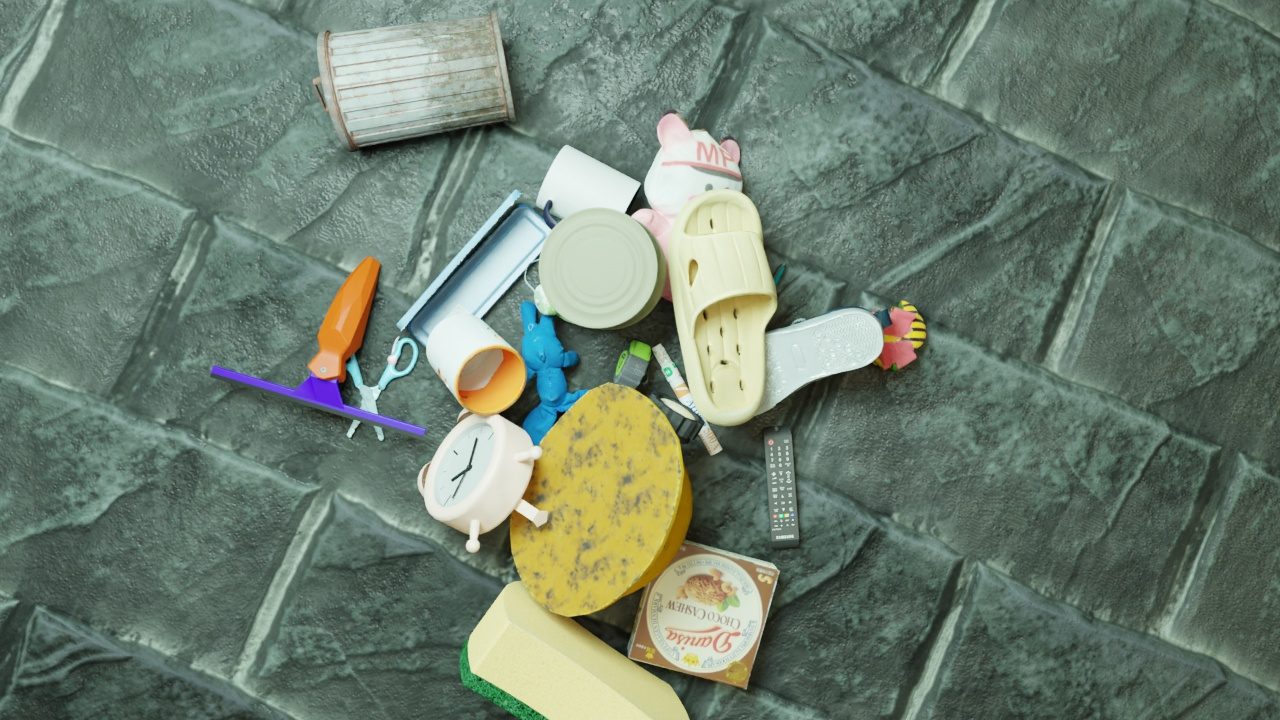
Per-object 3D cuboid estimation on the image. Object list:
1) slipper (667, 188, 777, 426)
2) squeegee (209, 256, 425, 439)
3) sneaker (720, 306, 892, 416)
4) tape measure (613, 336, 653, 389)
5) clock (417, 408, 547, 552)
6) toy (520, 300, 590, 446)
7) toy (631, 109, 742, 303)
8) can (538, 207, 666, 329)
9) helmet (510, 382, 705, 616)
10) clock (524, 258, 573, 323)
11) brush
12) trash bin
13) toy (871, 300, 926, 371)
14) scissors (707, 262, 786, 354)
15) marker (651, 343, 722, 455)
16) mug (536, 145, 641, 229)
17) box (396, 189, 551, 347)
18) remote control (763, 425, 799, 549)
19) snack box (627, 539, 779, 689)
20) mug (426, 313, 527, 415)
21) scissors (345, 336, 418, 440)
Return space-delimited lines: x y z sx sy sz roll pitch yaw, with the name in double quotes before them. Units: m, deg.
"slipper" 0.093 -0.059 0.983 0.111 0.079 0.261 -3 89 -14
"squeegee" -0.339 -0.034 1.047 0.249 0.055 0.184 17 72 0
"sneaker" 0.176 -0.005 1.067 0.236 0.087 0.089 -21 97 19
"tape measure" -0.006 0.006 1.065 0.036 0.065 0.059 23 94 -10
"clock" -0.173 0.128 1.021 0.086 0.160 0.131 37 85 -43
"toy" -0.100 0.010 1.060 0.113 0.071 0.176 -10 89 8
"toy" 0.051 -0.169 1.059 0.141 0.084 0.213 9 93 -31
"can" -0.039 -0.096 0.971 0.128 0.073 0.128 0 93 7
"helmet" -0.018 0.159 1.018 0.205 0.131 0.256 39 103 37
"clock" -0.075 -0.086 1.056 0.119 0.043 0.094 16 56 -13
"brush" -0.068 0.349 0.986 0.250 0.195 0.075 36 87 -1
"trash bin" -0.255 -0.314 1.030 0.211 0.131 0.131 -10 89 -5
"toy" 0.294 -0.029 1.092 0.103 0.046 0.084 -24 76 -8
"scissors" 0.126 -0.065 1.096 0.149 0.019 0.131 -16 88 -4
"marker" 0.055 0.046 1.090 0.017 0.017 0.145 -30 90 -3
"mug" -0.065 -0.179 1.050 0.097 0.079 0.111 27 52 -2
"box" -0.191 -0.101 1.053 0.072 0.079 0.210 42 87 2
"remote control" 0.167 0.152 1.093 0.033 0.015 0.147 -4 89 -3
"snack box" 0.072 0.292 1.071 0.143 0.041 0.147 16 87 -3
"mug" -0.184 0.003 1.021 0.082 0.105 0.082 -14 119 -27
"scissors" -0.326 0.023 1.074 0.120 0.015 0.138 28 82 -1
